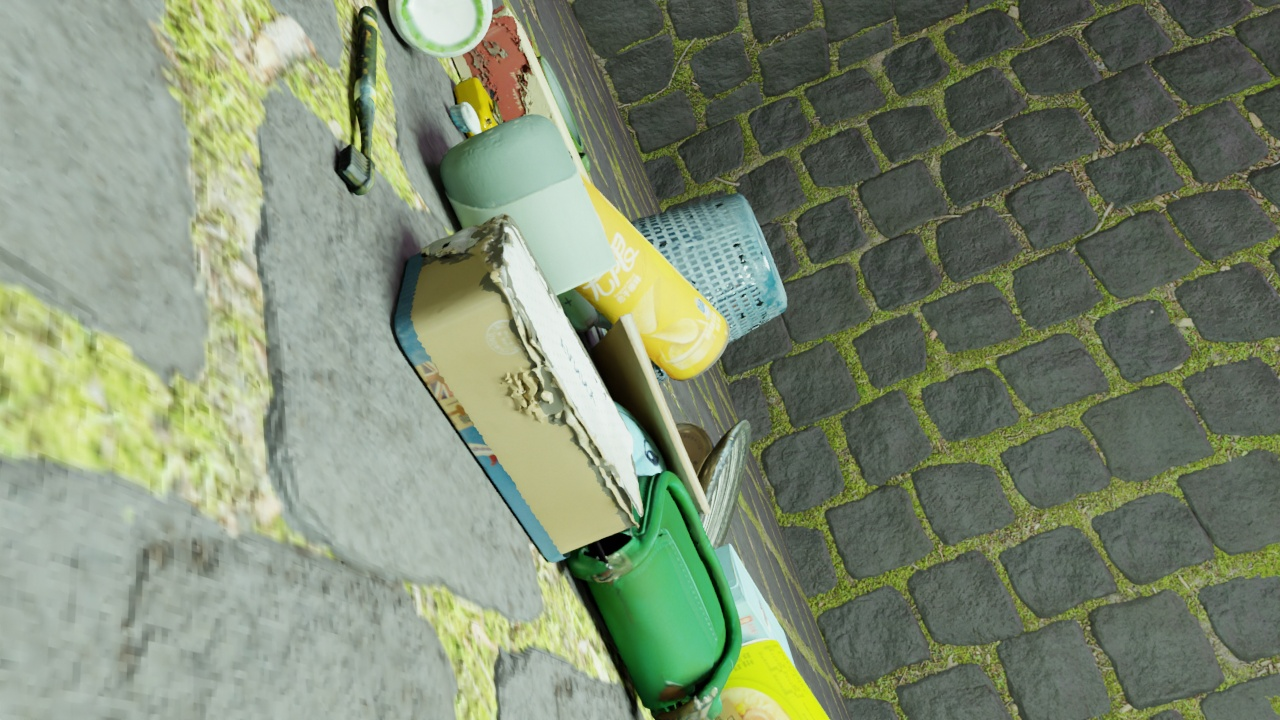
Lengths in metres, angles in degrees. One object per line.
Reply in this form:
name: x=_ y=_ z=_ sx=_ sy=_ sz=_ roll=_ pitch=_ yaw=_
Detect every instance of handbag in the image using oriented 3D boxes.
handbag: x=0.010 y=0.140 z=0.548 sx=0.120 sy=0.068 sz=0.131 roll=-81 pitch=148 yaw=-74

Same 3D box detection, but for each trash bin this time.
trash bin: x=0.057 y=-0.094 z=1.079 sx=0.226 sy=0.195 sz=0.226 roll=-22 pitch=89 yaw=-83

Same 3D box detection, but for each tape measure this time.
tape measure: x=-0.120 y=-0.186 z=0.723 sx=0.057 sy=0.029 sz=0.060 roll=58 pitch=13 yaw=-56

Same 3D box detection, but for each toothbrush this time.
toothbrush: x=-0.089 y=-0.108 z=0.733 sx=0.224 sy=0.027 sz=0.026 roll=62 pitch=38 yaw=-39
toothbrush: x=-0.146 y=-0.144 z=0.480 sx=0.017 sy=0.012 sz=0.185 roll=46 pitch=21 yaw=-42

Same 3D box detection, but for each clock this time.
clock: x=-0.096 y=-0.233 z=0.926 sx=0.116 sy=0.056 sz=0.161 roll=-9 pitch=77 yaw=-81

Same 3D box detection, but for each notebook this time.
notebook: x=0.002 y=0.047 z=0.733 sx=0.212 sy=0.012 sz=0.149 roll=146 pitch=-79 yaw=-80

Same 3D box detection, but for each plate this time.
plate: x=0.056 y=0.132 z=0.774 sx=0.179 sy=0.024 sz=0.179 roll=18 pitch=89 yaw=-76

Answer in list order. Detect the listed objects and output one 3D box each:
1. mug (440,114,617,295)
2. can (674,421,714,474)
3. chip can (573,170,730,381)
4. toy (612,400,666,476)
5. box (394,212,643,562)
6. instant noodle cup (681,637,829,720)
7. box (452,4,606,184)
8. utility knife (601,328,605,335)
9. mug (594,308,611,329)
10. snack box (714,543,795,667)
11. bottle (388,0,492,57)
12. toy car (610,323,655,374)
mug: x=-0.078 y=-0.093 z=0.594 sx=0.112 sy=0.082 sz=0.106 roll=-2 pitch=-66 yaw=66
can: x=0.048 y=0.099 z=0.863 sx=0.134 sy=0.053 sz=0.053 roll=63 pitch=7 yaw=-69
chip can: x=-0.018 y=-0.071 z=0.719 sx=0.213 sy=0.072 sz=0.072 roll=41 pitch=22 yaw=-33
toy: x=-0.006 y=0.081 z=0.682 sx=0.161 sy=0.050 sz=0.156 roll=-113 pitch=178 yaw=-60
box: x=-0.054 y=0.022 z=0.476 sx=0.089 sy=0.061 sz=0.184 roll=-99 pitch=167 yaw=-58
instant noodle cup: x=0.084 y=0.261 z=0.621 sx=0.123 sy=0.112 sz=0.112 roll=62 pitch=4 yaw=31
box: x=-0.096 y=-0.216 z=0.800 sx=0.091 sy=0.077 sz=0.168 roll=-62 pitch=128 yaw=-81
utility knife: x=-0.006 y=0.048 z=0.901 sx=0.033 sy=0.015 sz=0.215 roll=52 pitch=17 yaw=-74
mug: x=-0.023 y=-0.064 z=0.888 sx=0.103 sy=0.084 sz=0.124 roll=-94 pitch=171 yaw=-72
snack box: x=0.063 y=0.209 z=0.699 sx=0.175 sy=0.074 sz=0.051 roll=60 pitch=12 yaw=-47
bottle: x=-0.153 y=-0.290 z=0.670 sx=0.196 sy=0.068 sz=0.068 roll=-111 pitch=174 yaw=-47
toy car: x=-0.005 y=0.005 z=0.815 sx=0.054 sy=0.036 sz=0.120 roll=-173 pitch=-108 yaw=-78
